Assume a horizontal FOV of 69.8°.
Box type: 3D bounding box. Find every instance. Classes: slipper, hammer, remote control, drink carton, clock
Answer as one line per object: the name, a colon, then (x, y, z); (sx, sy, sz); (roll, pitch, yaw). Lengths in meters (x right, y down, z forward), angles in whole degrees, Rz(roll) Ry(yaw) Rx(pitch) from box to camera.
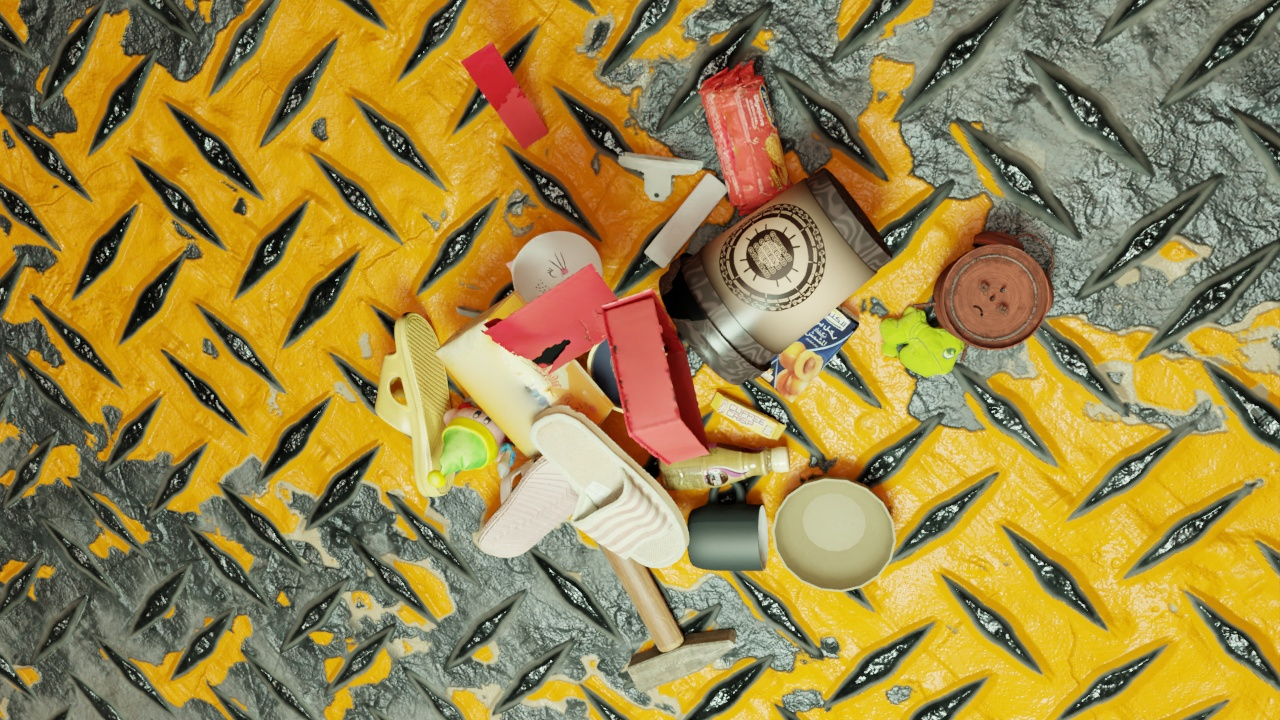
slipper: (-0.042, 0.167, 1.132); (0.115, 0.052, 0.263); (-29, 110, 30)
hammer: (0.001, 0.299, 1.263); (0.158, 0.037, 0.301); (-26, 96, 17)
remote control: (0.057, -0.175, 1.154); (0.033, 0.012, 0.131); (40, 108, 0)
drink carton: (0.207, -0.018, 1.140); (0.064, 0.040, 0.130); (39, 108, 2)
slipper: (-0.143, 0.185, 1.247); (0.094, 0.064, 0.240); (20, 130, -27)
clock: (0.407, -0.081, 1.051); (0.158, 0.072, 0.120); (-41, 91, 3)
slipper: (-0.312, 0.061, 1.254); (0.078, 0.099, 0.263); (-2, 106, 15)

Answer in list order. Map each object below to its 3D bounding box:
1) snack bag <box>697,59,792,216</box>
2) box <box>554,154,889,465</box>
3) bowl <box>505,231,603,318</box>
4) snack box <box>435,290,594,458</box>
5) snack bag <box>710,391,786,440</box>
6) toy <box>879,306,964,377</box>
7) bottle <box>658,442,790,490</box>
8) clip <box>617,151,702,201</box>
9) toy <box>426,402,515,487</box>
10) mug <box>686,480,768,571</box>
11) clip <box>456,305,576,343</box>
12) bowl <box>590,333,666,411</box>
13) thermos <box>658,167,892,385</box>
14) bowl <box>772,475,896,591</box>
snack bag: (0.124, -0.260, 1.085); (0.082, 0.082, 0.176); (-14, 99, 16)
box: (0.111, -0.028, 0.955); (0.351, 0.217, 0.197); (-18, 73, 6)
bowl: (-0.104, -0.104, 1.177); (0.115, 0.051, 0.114); (-1, 76, 2)
snack box: (-0.152, 0.028, 1.166); (0.195, 0.080, 0.145); (50, 140, -13)
snack bag: (0.139, 0.072, 1.188); (0.099, 0.020, 0.026); (27, 106, 6)
toy: (0.341, -0.021, 1.111); (0.094, 0.036, 0.093); (-25, 87, 15)
bottle: (0.109, 0.134, 1.188); (0.166, 0.059, 0.060); (-6, 101, 14)
clip: (0.022, -0.230, 1.139); (0.102, 0.056, 0.056); (9, 80, 12)
toy: (-0.224, 0.120, 1.226); (0.124, 0.131, 0.097); (32, 102, 4)
mug: (0.114, 0.213, 1.200); (0.094, 0.085, 0.121); (-3, 74, 15)
clip: (-0.165, -0.028, 1.233); (0.163, 0.028, 0.112); (-3, 100, 15)
bowl: (-0.007, 0.007, 1.186); (0.112, 0.061, 0.112); (3, 103, 13)
thermos: (0.158, -0.101, 1.059); (0.227, 0.172, 0.172); (-37, 92, 21)
bowl: (0.248, 0.216, 1.178); (0.152, 0.050, 0.152); (3, 103, 13)
